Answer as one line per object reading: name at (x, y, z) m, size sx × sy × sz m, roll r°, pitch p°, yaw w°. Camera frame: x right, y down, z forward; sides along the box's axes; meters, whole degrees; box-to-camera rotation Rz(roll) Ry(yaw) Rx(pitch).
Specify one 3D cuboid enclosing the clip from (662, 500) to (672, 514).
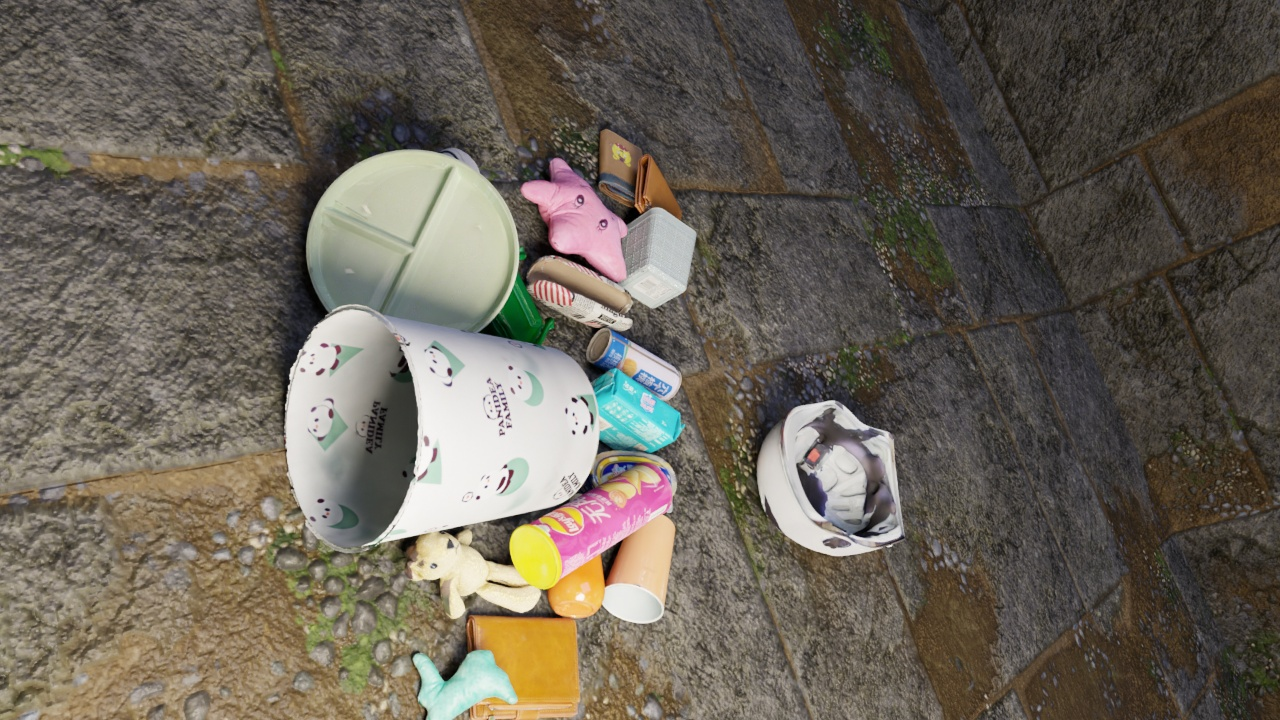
clip at (0.033, 0.181, 1.244) m, size 0.026 × 0.038 × 0.058 m, roll 30°, pitch 51°, yaw -33°

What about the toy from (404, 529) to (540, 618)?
toy at (-0.176, 0.224, 0.976) m, size 0.157 × 0.066 × 0.105 m, roll 30°, pitch 44°, yaw -30°

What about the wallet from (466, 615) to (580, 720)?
wallet at (-0.124, 0.336, 0.988) m, size 0.130 × 0.035 × 0.119 m, roll 14°, pitch 60°, yaw -36°

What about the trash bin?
trash bin at (-0.192, 0.067, 0.941) m, size 0.251 × 0.230 × 0.229 m, roll 3°, pitch 66°, yaw -49°

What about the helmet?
helmet at (0.266, 0.187, 1.377) m, size 0.258 × 0.146 × 0.228 m, roll 16°, pitch 56°, yaw -29°

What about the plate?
plate at (-0.251, -0.121, 1.022) m, size 0.230 × 0.027 × 0.230 m, roll 1°, pitch 84°, yaw -11°

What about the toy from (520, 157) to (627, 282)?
toy at (-0.084, -0.189, 1.290) m, size 0.194 × 0.075 × 0.178 m, roll 46°, pitch 35°, yaw -14°

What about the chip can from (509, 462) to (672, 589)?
chip can at (-0.051, 0.182, 1.042) m, size 0.210 × 0.072 × 0.071 m, roll -23°, pitch 85°, yaw -50°

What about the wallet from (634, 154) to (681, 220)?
wallet at (0.028, -0.239, 1.434) m, size 0.132 × 0.031 × 0.107 m, roll 52°, pitch 36°, yaw -48°

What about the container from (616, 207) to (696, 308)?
container at (0.022, -0.149, 1.368) m, size 0.090 × 0.090 × 0.111 m, roll 29°, pitch 53°, yaw -31°

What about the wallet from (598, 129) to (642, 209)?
wallet at (-0.029, -0.301, 1.447) m, size 0.090 × 0.033 × 0.115 m, roll 24°, pitch 49°, yaw -33°

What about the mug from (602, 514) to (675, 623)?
mug at (0.003, 0.252, 1.137) m, size 0.078 × 0.078 × 0.122 m, roll 42°, pitch 39°, yaw -20°

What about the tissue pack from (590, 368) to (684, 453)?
tissue pack at (-0.017, 0.074, 1.198) m, size 0.133 × 0.093 × 0.050 m, roll 38°, pitch 44°, yaw -24°

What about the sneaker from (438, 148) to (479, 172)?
sneaker at (-0.259, -0.171, 1.092) m, size 0.088 × 0.118 × 0.240 m, roll 46°, pitch 45°, yaw -46°

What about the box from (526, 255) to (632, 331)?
box at (-0.082, -0.075, 1.241) m, size 0.163 × 0.075 × 0.082 m, roll 24°, pitch 41°, yaw -37°

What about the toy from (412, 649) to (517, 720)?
toy at (-0.184, 0.325, 0.921) m, size 0.091 × 0.030 × 0.096 m, roll -32°, pitch 78°, yaw -17°

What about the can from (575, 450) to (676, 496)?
can at (-0.021, 0.157, 1.180) m, size 0.148 × 0.049 × 0.074 m, roll 10°, pitch 61°, yaw -41°

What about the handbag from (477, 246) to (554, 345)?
handbag at (-0.163, -0.070, 1.136) m, size 0.119 × 0.068 × 0.131 m, roll -46°, pitch 114°, yaw -51°

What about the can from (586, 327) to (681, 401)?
can at (-0.008, 0.007, 1.275) m, size 0.134 × 0.053 × 0.053 m, roll 30°, pitch 50°, yaw -30°

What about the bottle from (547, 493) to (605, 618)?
bottle at (-0.075, 0.225, 1.083) m, size 0.066 × 0.067 × 0.149 m, roll 27°, pitch 43°, yaw -32°
